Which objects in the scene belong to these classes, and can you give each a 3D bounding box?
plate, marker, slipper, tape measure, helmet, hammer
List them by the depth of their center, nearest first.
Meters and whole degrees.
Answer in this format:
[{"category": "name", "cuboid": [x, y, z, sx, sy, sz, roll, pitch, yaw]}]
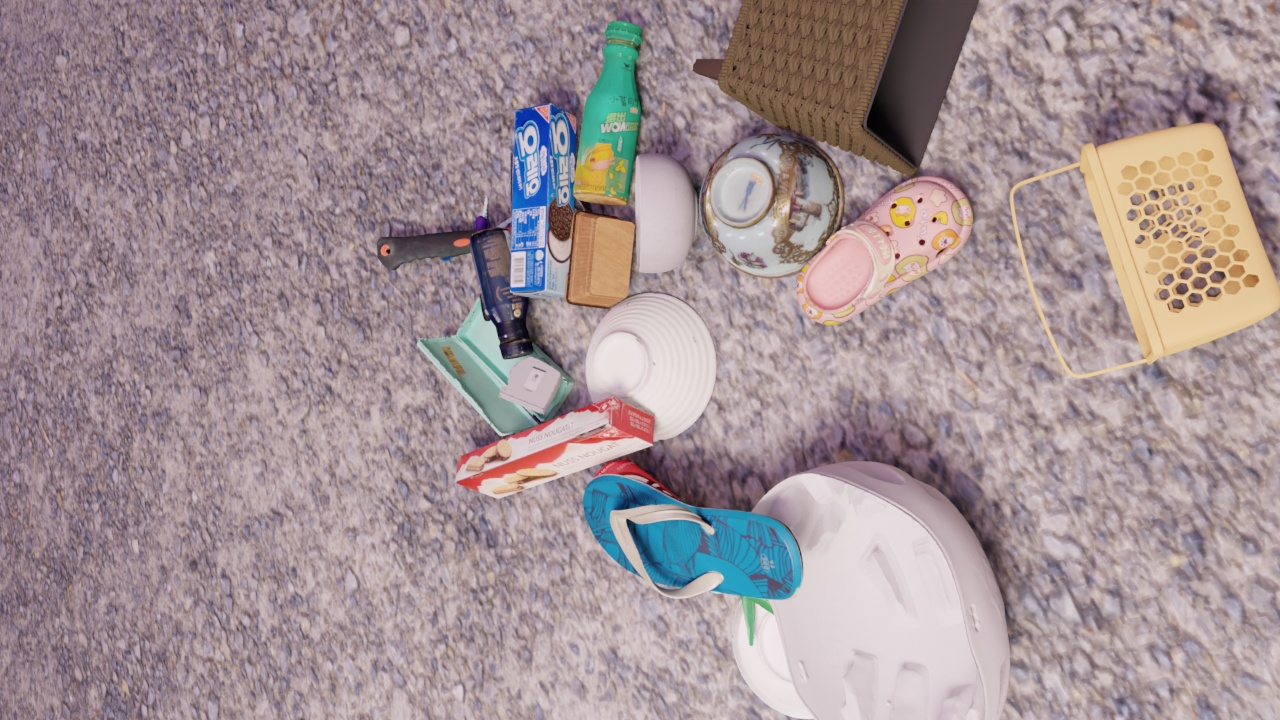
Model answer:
[{"category": "helmet", "cuboid": [0.224, 0.232, 0.839, 0.225, 0.183, 0.281, -53, 41, 48]}, {"category": "slipper", "cuboid": [0.232, -0.113, 0.922, 0.198, 0.081, 0.093, -36, 69, 26]}, {"category": "slipper", "cuboid": [0.032, 0.188, 0.923, 0.296, 0.060, 0.118, 3, 109, 46]}, {"category": "plate", "cuboid": [0.167, 0.303, 0.979, 0.157, 0.014, 0.157, -2, 87, 31]}, {"category": "tape measure", "cuboid": [-0.132, 0.029, 1.114, 0.060, 0.020, 0.062, 21, 63, 11]}, {"category": "marker", "cuboid": [-0.197, -0.117, 1.166, 0.018, 0.015, 0.134, -3, 92, -1]}, {"category": "hammer", "cuboid": [-0.210, -0.157, 1.198, 0.334, 0.033, 0.133, -4, 86, 25]}]

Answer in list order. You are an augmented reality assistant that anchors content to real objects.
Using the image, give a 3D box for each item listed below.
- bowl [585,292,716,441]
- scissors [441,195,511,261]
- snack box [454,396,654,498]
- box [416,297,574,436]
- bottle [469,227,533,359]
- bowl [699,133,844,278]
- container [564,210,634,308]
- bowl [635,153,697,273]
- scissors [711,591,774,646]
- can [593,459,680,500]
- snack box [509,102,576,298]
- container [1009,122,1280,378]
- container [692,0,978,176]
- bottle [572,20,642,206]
[{"category": "bowl", "cuboid": [-0.006, 0.006, 1.061, 0.178, 0.070, 0.177, -2, 87, 30]}, {"category": "scissors", "cuboid": [-0.219, -0.158, 1.225, 0.129, 0.014, 0.127, 4, 88, 28]}, {"category": "snack box", "cuboid": [-0.108, 0.109, 1.084, 0.274, 0.076, 0.044, -22, 54, 37]}, {"category": "box", "cuboid": [-0.184, 0.004, 1.160, 0.187, 0.109, 0.078, 44, 126, 27]}, {"category": "bottle", "cuboid": [-0.168, -0.082, 1.130, 0.056, 0.056, 0.160, -14, 88, 29]}, {"category": "bowl", "cuboid": [0.126, -0.171, 0.978, 0.160, 0.093, 0.160, -1, 87, 30]}, {"category": "container", "cuboid": [-0.045, -0.120, 1.081, 0.061, 0.063, 0.114, 7, 92, 64]}, {"category": "bowl", "cuboid": [0.029, -0.164, 1.024, 0.064, 0.132, 0.131, -1, 87, -2]}, {"category": "scissors", "cuboid": [0.109, 0.249, 1.004, 0.122, 0.012, 0.127, -16, 67, 36]}, {"category": "can", "cuboid": [0.009, 0.177, 1.042, 0.142, 0.074, 0.074, 36, 105, 27]}, {"category": "snack box", "cuboid": [-0.117, -0.189, 1.105, 0.059, 0.059, 0.226, -2, 86, 31]}, {"category": "container", "cuboid": [0.419, -0.090, 0.783, 0.167, 0.129, 0.183, -18, 79, 21]}, {"category": "container", "cuboid": [0.205, -0.375, 0.899, 0.205, 0.176, 0.321, 23, 99, 33]}, {"category": "bottle", "cuboid": [-0.033, -0.293, 1.092, 0.068, 0.068, 0.209, 10, 93, 30]}]
